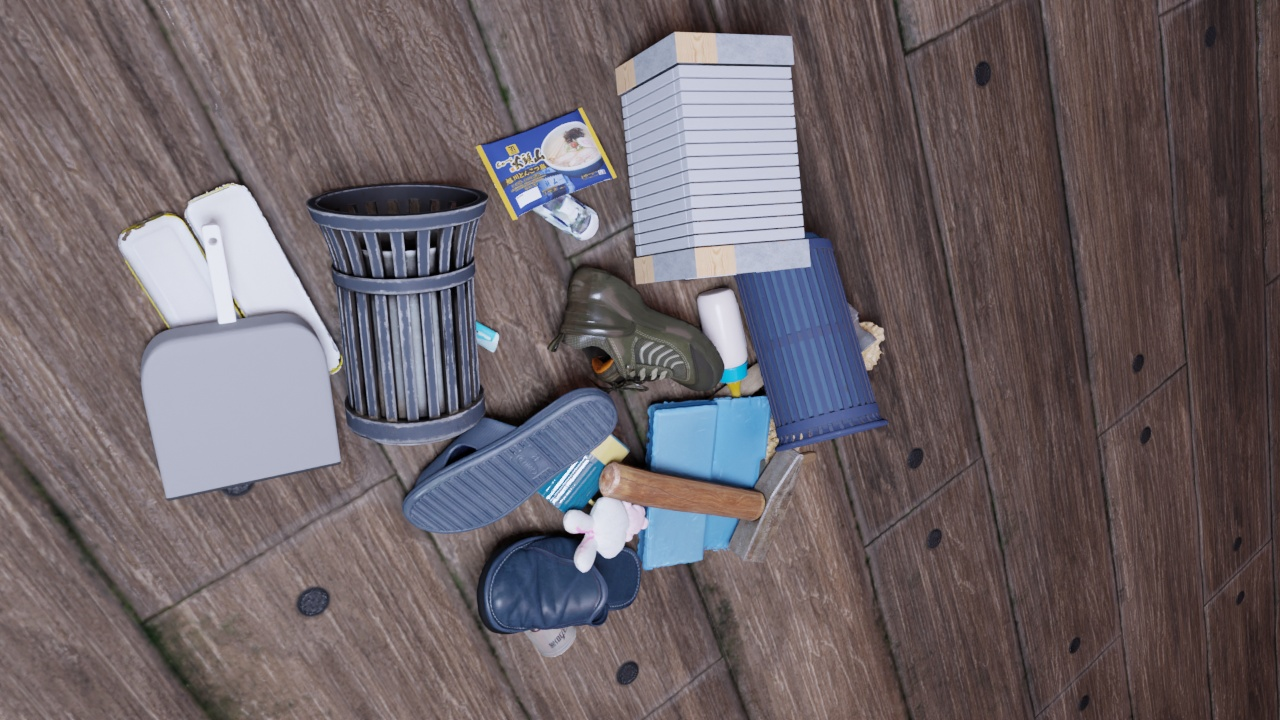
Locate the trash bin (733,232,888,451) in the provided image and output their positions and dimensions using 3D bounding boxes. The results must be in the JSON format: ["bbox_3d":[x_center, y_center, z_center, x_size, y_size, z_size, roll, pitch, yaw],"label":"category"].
[{"bbox_3d":[0.204,-0.024,1.139,0.139,0.140,0.249,-9,80,-30],"label":"trash bin"}]

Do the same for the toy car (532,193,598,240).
[{"bbox_3d":[-0.082,-0.167,1.037,0.089,0.027,0.038,29,85,-34],"label":"toy car"}]

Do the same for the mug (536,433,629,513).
[{"bbox_3d":[-0.067,0.132,1.093,0.113,0.083,0.107,43,79,-32],"label":"mug"}]

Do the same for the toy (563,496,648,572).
[{"bbox_3d":[-0.040,0.197,1.078,0.125,0.037,0.076,-15,98,-47],"label":"toy"}]

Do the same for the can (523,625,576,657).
[{"bbox_3d":[-0.133,0.298,1.115,0.054,0.054,0.136,-40,119,-17],"label":"can"}]

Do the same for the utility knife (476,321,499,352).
[{"bbox_3d":[-0.204,-0.044,1.003,0.116,0.015,0.022,30,80,-31],"label":"utility knife"}]

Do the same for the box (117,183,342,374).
[{"bbox_3d":[-0.387,-0.053,0.879,0.129,0.034,0.210,-28,115,-14],"label":"box"}]

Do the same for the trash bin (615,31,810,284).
[{"bbox_3d":[0.078,-0.217,1.019,0.142,0.143,0.247,-8,95,-26],"label":"trash bin"}]

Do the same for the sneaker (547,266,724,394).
[{"bbox_3d":[-0.006,0.006,1.081,0.238,0.101,0.142,32,77,-29],"label":"sneaker"}]

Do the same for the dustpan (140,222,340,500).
[{"bbox_3d":[-0.384,-0.001,0.869,0.163,0.033,0.258,-11,119,-25],"label":"dustpan"}]

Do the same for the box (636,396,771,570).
[{"bbox_3d":[0.086,0.156,1.191,0.174,0.033,0.232,-6,113,-20],"label":"box"}]

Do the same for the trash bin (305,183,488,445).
[{"bbox_3d":[-0.227,-0.046,0.900,0.164,0.164,0.228,-12,114,-29],"label":"trash bin"}]

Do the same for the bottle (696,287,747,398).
[{"bbox_3d":[0.109,-0.018,1.172,0.051,0.051,0.146,-20,104,-26],"label":"bottle"}]

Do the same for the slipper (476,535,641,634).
[{"bbox_3d":[-0.071,0.262,1.085,0.265,0.084,0.109,10,78,-48],"label":"slipper"}]

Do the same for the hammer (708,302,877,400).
[{"bbox_3d":[0.153,0.023,1.215,0.331,0.031,0.119,-37,80,-9],"label":"hammer"}]

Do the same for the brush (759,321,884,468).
[{"bbox_3d":[0.232,0.044,1.269,0.270,0.057,0.083,-44,123,-14],"label":"brush"}]

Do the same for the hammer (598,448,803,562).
[{"bbox_3d":[0.074,0.161,1.132,0.300,0.037,0.158,15,101,-39],"label":"hammer"}]

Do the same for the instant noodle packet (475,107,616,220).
[{"bbox_3d":[-0.101,-0.216,1.002,0.134,0.026,0.087,-27,91,-23],"label":"instant noodle packet"}]

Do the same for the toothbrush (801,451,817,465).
[{"bbox_3d":[0.185,0.151,1.296,0.166,0.016,0.016,-10,108,-31],"label":"toothbrush"}]

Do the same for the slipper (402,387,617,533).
[{"bbox_3d":[-0.147,0.102,1.032,0.264,0.082,0.101,-32,129,5],"label":"slipper"}]
